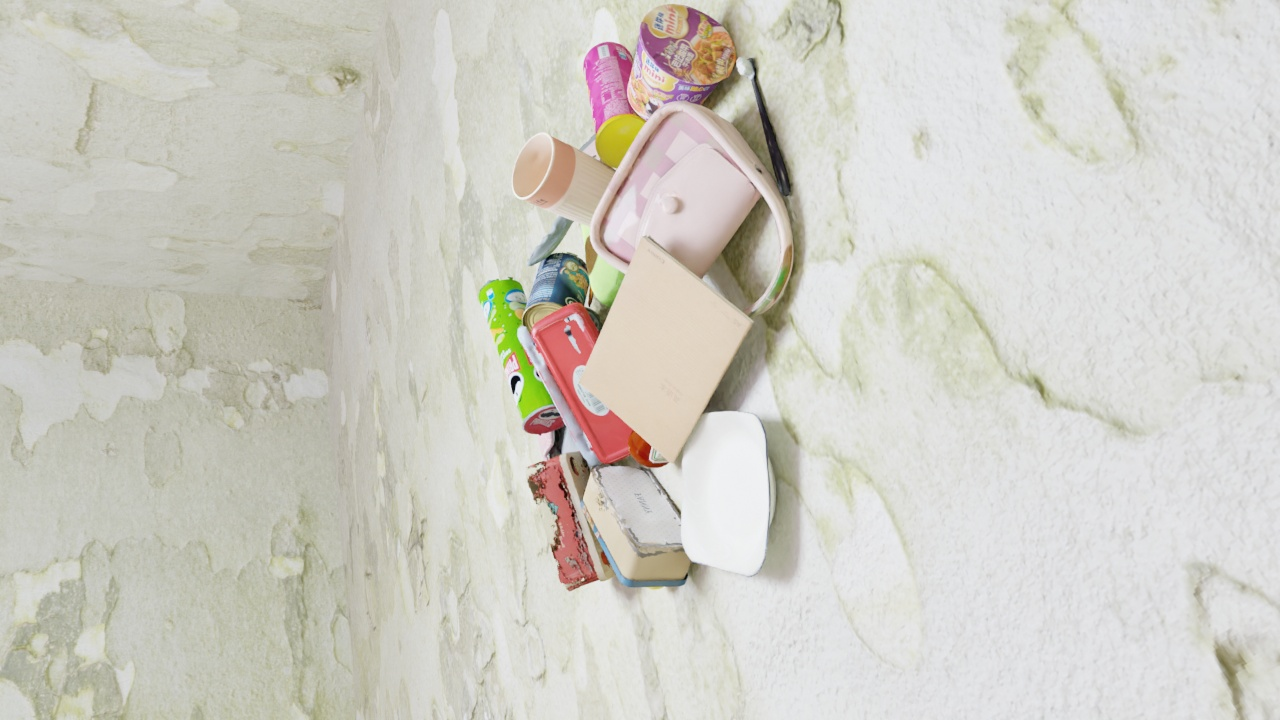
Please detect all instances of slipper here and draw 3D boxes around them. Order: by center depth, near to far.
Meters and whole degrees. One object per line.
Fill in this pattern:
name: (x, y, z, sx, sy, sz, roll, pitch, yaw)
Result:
slipper: (-0.113, 0.101, 1.332, 0.274, 0.054, 0.114, 57, 136, 48)

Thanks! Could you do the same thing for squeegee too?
squeegee: (-0.090, -0.223, 1.273, 0.248, 0.040, 0.249, -21, 39, 60)

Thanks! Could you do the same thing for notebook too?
notebook: (0.021, -0.008, 0.984, 0.149, 0.012, 0.212, 41, 129, 19)

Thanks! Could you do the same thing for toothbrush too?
toothbrush: (0.128, -0.244, 0.946, 0.016, 0.018, 0.181, -44, 51, 49)

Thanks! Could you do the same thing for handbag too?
handbag: (0.069, -0.137, 0.960, 0.234, 0.093, 0.194, 49, 119, 27)

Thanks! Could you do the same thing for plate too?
plate: (0.095, 0.134, 0.950, 0.164, 0.034, 0.163, -5, 83, 63)

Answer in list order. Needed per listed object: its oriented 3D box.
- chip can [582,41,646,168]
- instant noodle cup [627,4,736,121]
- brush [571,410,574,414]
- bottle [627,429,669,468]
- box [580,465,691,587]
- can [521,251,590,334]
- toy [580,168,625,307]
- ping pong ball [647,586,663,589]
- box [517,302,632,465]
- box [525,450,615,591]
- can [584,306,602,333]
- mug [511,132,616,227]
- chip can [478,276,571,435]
chip can: (-0.030, -0.325, 1.155, 0.210, 0.071, 0.072, -100, 28, -47)
instant noodle cup: (0.037, -0.325, 1.036, 0.099, 0.111, 0.111, 126, 139, -58)
brush: (-0.049, 0.036, 1.220, 0.074, 0.055, 0.144, 18, 107, 36)
bottle: (0.047, 0.041, 1.029, 0.207, 0.059, 0.059, -60, 38, 40)
box: (-0.002, 0.193, 1.073, 0.184, 0.089, 0.061, -123, 45, -56)
can: (-0.111, -0.085, 1.234, 0.111, 0.075, 0.076, -80, 16, -45)
toy: (-0.025, -0.142, 1.150, 0.228, 0.089, 0.246, -56, 42, 41)
ping pong ball: (0.017, 0.250, 1.083, 0.040, 0.040, 0.040, -11, 78, 62)
box: (-0.075, 0.032, 1.159, 0.201, 0.119, 0.098, 62, -171, -8)
box: (-0.093, 0.207, 1.181, 0.091, 0.076, 0.168, 10, -121, -75)
can: (-0.110, -0.034, 1.334, 0.148, 0.057, 0.058, -23, 67, 60)
mug: (-0.094, -0.221, 1.106, 0.082, 0.105, 0.114, -56, 41, 18)
chip can: (-0.168, -0.010, 1.308, 0.072, 0.072, 0.235, -57, 47, 44)
